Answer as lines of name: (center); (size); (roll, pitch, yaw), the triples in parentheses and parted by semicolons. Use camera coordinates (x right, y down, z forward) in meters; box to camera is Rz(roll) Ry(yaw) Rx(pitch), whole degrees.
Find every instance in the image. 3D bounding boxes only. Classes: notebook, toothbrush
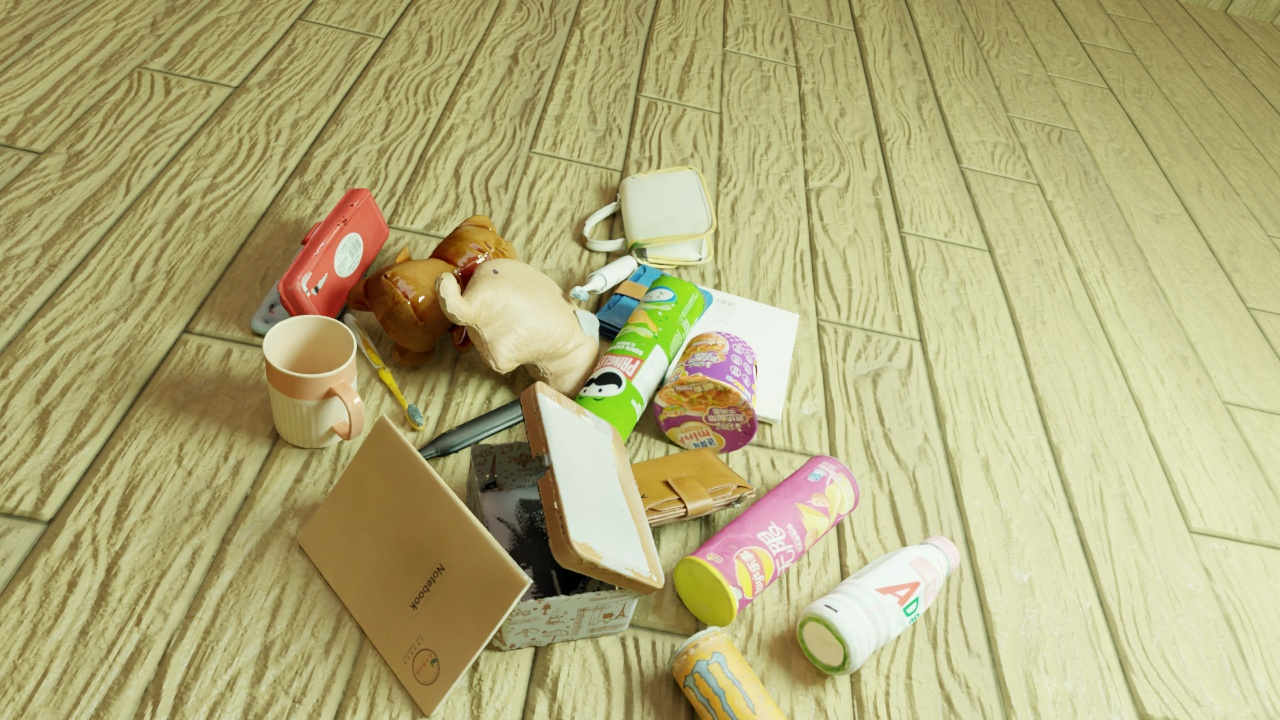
notebook: (-0.194, 0.165, 0.760); (0.207, 0.148, 0.008); (42, 14, 26)
notebook: (0.110, -0.015, 1.116); (0.150, 0.012, 0.208); (17, 42, 4)
toothbrush: (-0.043, -0.096, 1.084); (0.026, 0.027, 0.220); (28, 19, 6)
toothbrush: (-0.276, 0.007, 0.980); (0.016, 0.018, 0.191); (-18, 52, -33)
toothbrush: (-0.190, 0.083, 0.921); (0.212, 0.027, 0.026); (-26, 22, -34)

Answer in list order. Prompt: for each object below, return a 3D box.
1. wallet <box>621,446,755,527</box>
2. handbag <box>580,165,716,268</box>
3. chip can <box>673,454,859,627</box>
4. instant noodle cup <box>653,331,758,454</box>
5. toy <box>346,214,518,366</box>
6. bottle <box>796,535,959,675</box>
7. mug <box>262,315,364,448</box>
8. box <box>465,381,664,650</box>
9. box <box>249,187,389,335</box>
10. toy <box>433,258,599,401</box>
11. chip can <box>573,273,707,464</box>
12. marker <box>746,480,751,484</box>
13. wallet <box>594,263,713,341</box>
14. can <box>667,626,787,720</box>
wallet: (0.036, 0.129, 0.907); (0.130, 0.035, 0.119); (-10, 20, -24)
handbag: (0.007, -0.188, 1.246); (0.179, 0.063, 0.163); (-7, 45, -2)
chip can: (0.126, 0.168, 0.886); (0.071, 0.072, 0.210); (39, 48, 24)
instant noodle cup: (0.079, 0.029, 0.985); (0.111, 0.112, 0.099); (18, 45, 3)
toy: (-0.212, -0.080, 1.022); (0.199, 0.131, 0.140); (-39, 93, -30)
bottle: (0.232, 0.221, 0.865); (0.196, 0.068, 0.068); (-22, 54, -37)
mug: (-0.305, 0.031, 0.882); (0.114, 0.106, 0.081); (37, 47, 22)
box: (-0.063, 0.129, 0.801); (0.150, 0.169, 0.181); (-5, 46, -19)
box: (-0.369, -0.105, 1.041); (0.099, 0.095, 0.200); (-6, 41, 18)
toy: (-0.132, -0.045, 0.960); (0.226, 0.083, 0.143); (32, 37, -40)
chip can: (-0.006, 0.006, 0.988); (0.072, 0.072, 0.235); (25, 54, 10)
marker: (0.049, 0.145, 0.928); (0.145, 0.017, 0.017); (-10, 48, -25)
wallet: (0.017, -0.061, 1.114); (0.106, 0.040, 0.132); (25, 44, 15)
can: (0.084, 0.293, 0.751); (0.058, 0.058, 0.146); (-17, 52, -30)
